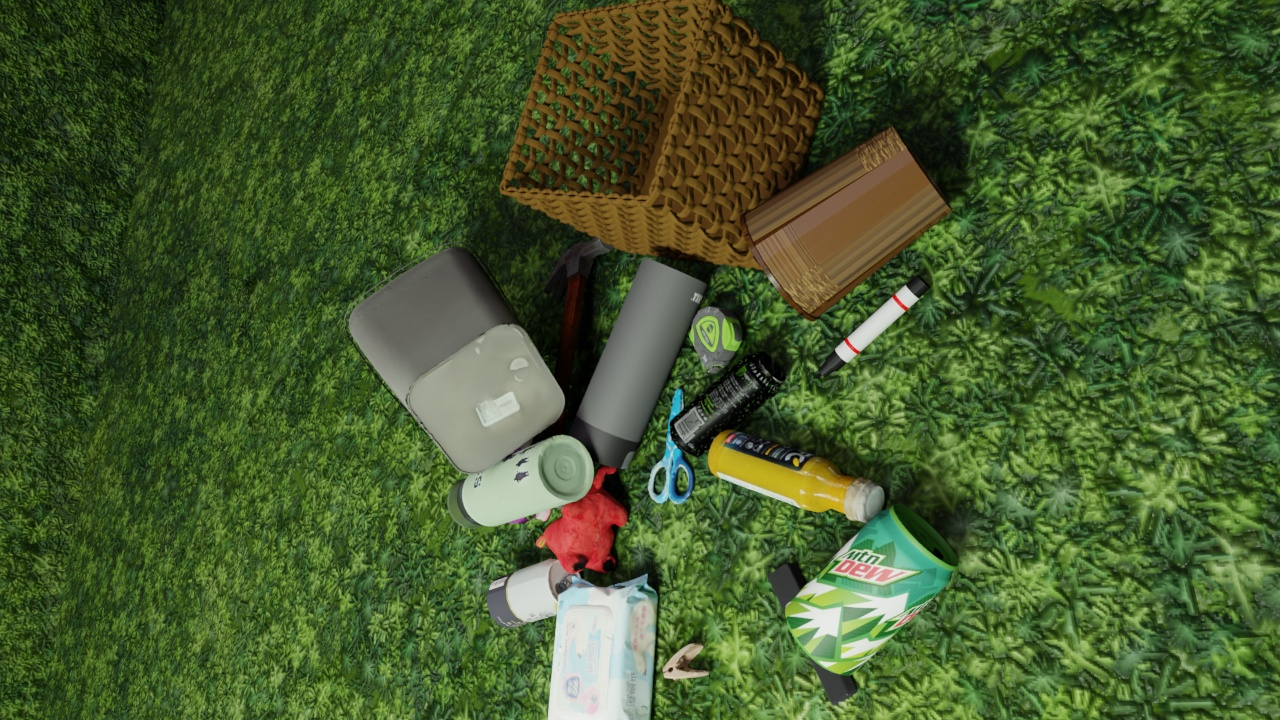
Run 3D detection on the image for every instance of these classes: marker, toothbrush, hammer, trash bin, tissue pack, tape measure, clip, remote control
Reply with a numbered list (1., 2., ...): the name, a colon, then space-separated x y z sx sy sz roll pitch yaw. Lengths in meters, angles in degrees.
1. marker: 0.227 -0.028 0.915 0.146 0.019 0.019 -45 50 23
2. toothbrush: -0.103 0.142 1.169 0.022 0.016 0.135 24 94 44
3. hammer: -0.093 -0.019 1.168 0.111 0.028 0.300 -22 51 43
4. trash bin: -0.215 0.002 1.105 0.197 0.197 0.220 -35 35 -10
5. tissue pack: -0.042 0.328 1.014 0.112 0.070 0.181 -12 67 41
6. tape measure: 0.088 -0.029 1.035 0.059 0.035 0.065 -48 52 33
7. clip: 0.046 0.316 0.968 0.060 0.024 0.039 -20 64 42
8. remote control: 0.163 0.261 0.882 0.032 0.015 0.136 -42 52 25

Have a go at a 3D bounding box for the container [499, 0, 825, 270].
1. container: 0.025 -0.247 1.038 0.252 0.214 0.219 14 86 45

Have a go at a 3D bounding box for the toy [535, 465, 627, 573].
1. toy: -0.072 0.179 1.088 0.094 0.088 0.133 12 83 56

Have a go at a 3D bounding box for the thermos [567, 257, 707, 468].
1. thermos: -0.006 0.006 1.077 0.082 0.082 0.240 27 95 44

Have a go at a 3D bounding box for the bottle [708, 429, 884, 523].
1. bottle: 0.152 0.115 0.914 0.186 0.053 0.053 15 87 44

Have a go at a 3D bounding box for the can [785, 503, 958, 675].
1. can: 0.204 0.203 0.815 0.144 0.083 0.083 -51 48 18

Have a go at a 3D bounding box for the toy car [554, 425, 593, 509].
1. toy car: -0.086 0.133 1.137 0.033 0.048 0.105 175 112 -76

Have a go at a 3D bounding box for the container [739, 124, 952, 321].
1. container: 0.205 -0.139 0.904 0.168 0.132 0.132 -35 55 23

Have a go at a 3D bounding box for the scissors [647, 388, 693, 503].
1. scissors: 0.039 0.098 1.057 0.066 0.015 0.134 -6 70 42

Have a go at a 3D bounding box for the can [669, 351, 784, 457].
1. can: 0.091 0.048 0.992 0.138 0.054 0.054 -43 52 25

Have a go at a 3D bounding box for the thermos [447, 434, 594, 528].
1. thermos: -0.148 0.152 1.092 0.232 0.082 0.082 -26 59 47

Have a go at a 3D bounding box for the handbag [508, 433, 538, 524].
1. handbag: -0.176 0.134 1.216 0.145 0.068 0.169 -37 61 29

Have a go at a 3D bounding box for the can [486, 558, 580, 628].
1. can: -0.126 0.281 1.111 0.128 0.064 0.064 -26 60 35
